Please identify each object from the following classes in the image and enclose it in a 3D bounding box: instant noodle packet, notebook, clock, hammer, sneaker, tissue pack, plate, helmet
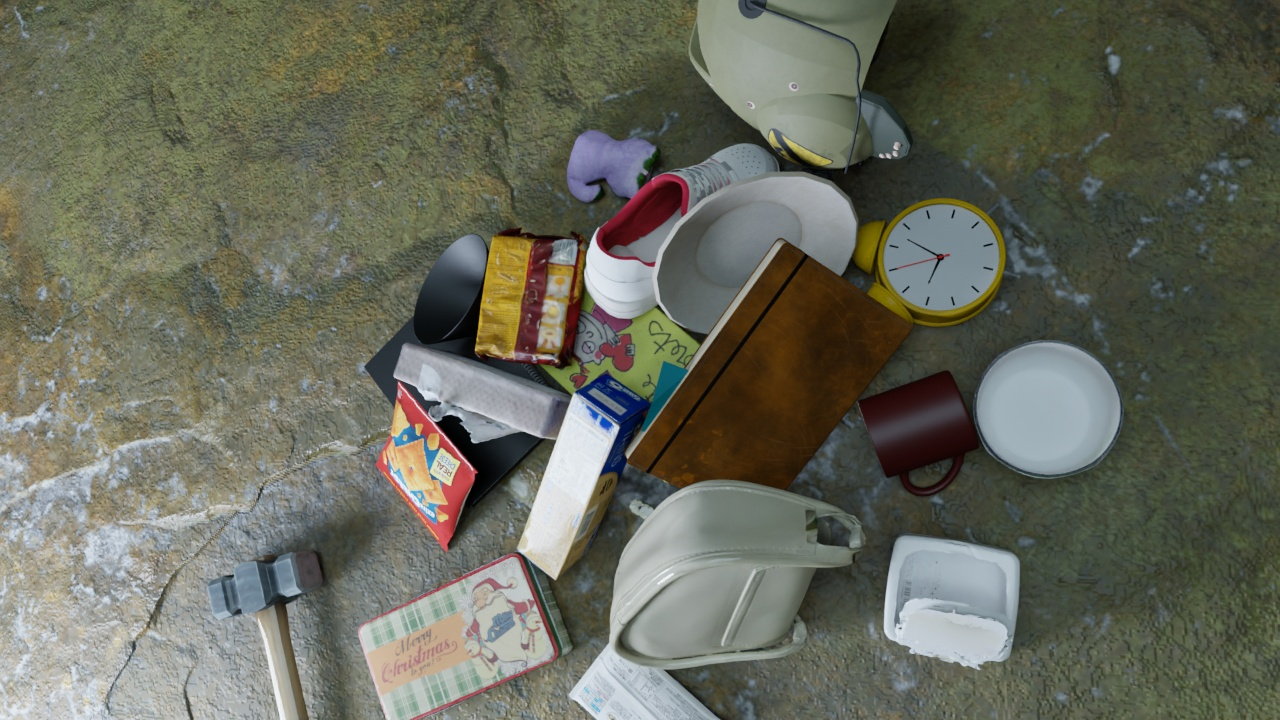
[{"bbox_3d":[-0.103,-0.061,0.876,0.099,0.039,0.135,7,86,18],"label":"instant noodle packet"},{"bbox_3d":[-0.190,0.030,0.986,0.149,0.016,0.206,-44,71,8],"label":"notebook"},{"bbox_3d":[0.259,-0.087,0.840,0.152,0.052,0.113,-14,77,12],"label":"clock"},{"bbox_3d":[-0.372,0.368,0.978,0.117,0.051,0.322,-20,78,14],"label":"hammer"},{"bbox_3d":[0.047,-0.144,0.850,0.236,0.104,0.090,-37,69,-19],"label":"sneaker"},{"bbox_3d":[-0.153,0.038,0.909,0.181,0.103,0.071,22,92,20],"label":"tissue pack"},{"bbox_3d":[0.006,0.331,0.869,0.134,0.026,0.087,39,94,19],"label":"instant noodle packet"},{"bbox_3d":[0.102,0.030,0.805,0.250,0.178,0.014,-55,28,14],"label":"notebook"},{"bbox_3d":[0.100,-0.097,0.816,0.189,0.189,0.027,-28,49,12],"label":"plate"},{"bbox_3d":[0.161,-0.287,0.783,0.233,0.255,0.250,28,88,17],"label":"helmet"}]

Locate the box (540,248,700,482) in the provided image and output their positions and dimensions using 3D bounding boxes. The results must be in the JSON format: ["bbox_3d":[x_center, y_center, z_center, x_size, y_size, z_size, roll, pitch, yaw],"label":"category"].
[{"bbox_3d":[-0.005,0.005,0.896,0.221,0.082,0.124,44,96,20],"label":"box"}]

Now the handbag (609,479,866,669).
[{"bbox_3d":[0.074,0.171,0.791,0.184,0.230,0.131,8,52,-1],"label":"handbag"}]

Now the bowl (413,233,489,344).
[{"bbox_3d":[-0.176,-0.063,0.947,0.124,0.052,0.123,-28,49,36],"label":"bowl"}]

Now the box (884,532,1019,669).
[{"bbox_3d":[0.255,0.199,0.755,0.110,0.130,0.103,7,82,21],"label":"box"}]

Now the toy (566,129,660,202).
[{"bbox_3d":[-0.031,-0.199,0.960,0.100,0.036,0.080,23,99,25],"label":"toy"}]

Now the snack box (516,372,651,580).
[{"bbox_3d":[-0.055,0.110,0.857,0.056,0.057,0.207,35,125,19],"label":"snack box"}]

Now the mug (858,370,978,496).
[{"bbox_3d":[0.251,0.071,0.813,0.083,0.073,0.106,-21,104,14],"label":"mug"}]

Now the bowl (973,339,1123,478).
[{"bbox_3d":[0.343,0.044,0.783,0.116,0.065,0.116,-3,80,17],"label":"bowl"}]

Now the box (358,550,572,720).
[{"bbox_3d":[-0.178,0.281,0.926,0.206,0.050,0.117,-26,74,14],"label":"box"}]

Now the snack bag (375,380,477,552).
[{"bbox_3d":[-0.221,0.110,0.946,0.131,0.039,0.144,45,135,19],"label":"snack bag"}]
